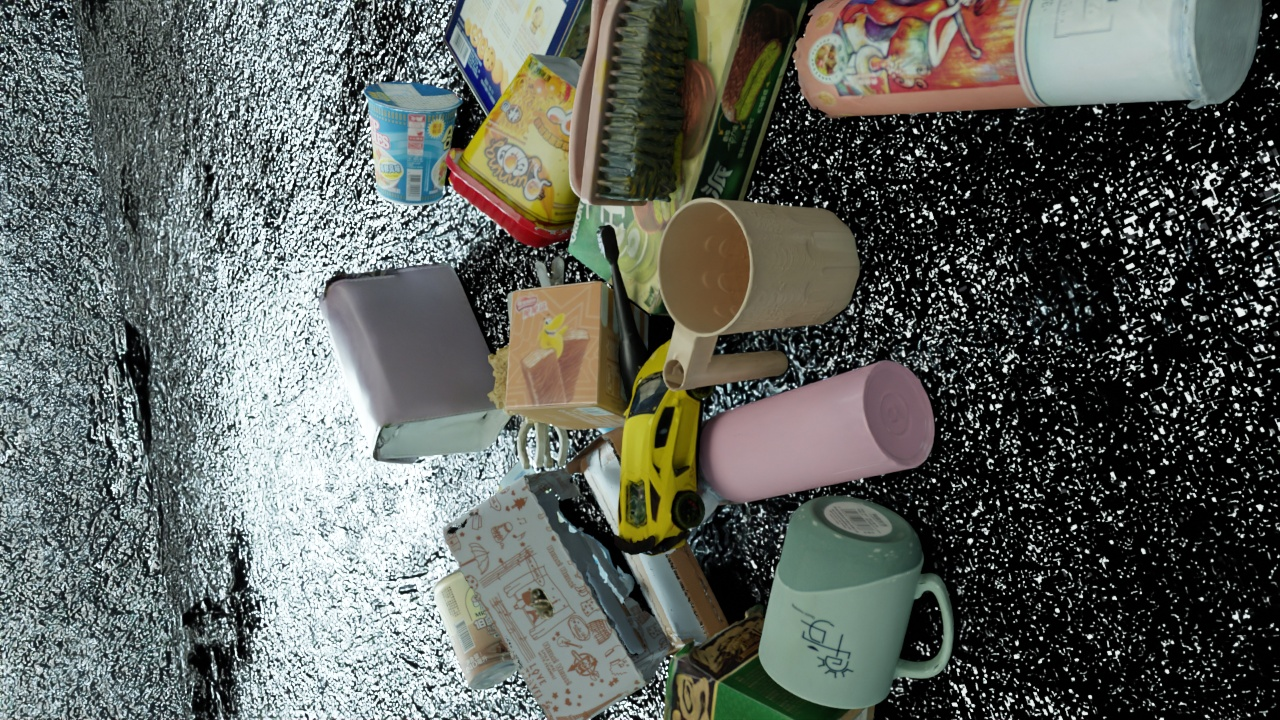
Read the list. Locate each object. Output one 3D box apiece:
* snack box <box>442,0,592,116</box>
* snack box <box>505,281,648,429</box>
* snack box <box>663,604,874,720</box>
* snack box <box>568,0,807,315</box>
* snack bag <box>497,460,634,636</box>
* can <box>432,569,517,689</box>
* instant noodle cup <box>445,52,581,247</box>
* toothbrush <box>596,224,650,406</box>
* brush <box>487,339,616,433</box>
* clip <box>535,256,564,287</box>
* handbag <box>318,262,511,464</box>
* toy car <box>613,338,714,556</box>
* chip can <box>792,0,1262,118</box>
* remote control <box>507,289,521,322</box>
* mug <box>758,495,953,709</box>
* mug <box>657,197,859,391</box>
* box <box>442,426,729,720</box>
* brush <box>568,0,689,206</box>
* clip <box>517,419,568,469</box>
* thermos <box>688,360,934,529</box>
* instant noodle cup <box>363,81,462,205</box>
[{"bbox_3d":[-0.101,-0.307,0.819,0.183,0.045,0.178,-55,54,39],"label":"snack box"},{"bbox_3d":[-0.047,-0.001,0.713,0.077,0.092,0.094,-4,75,23],"label":"snack box"},{"bbox_3d":[0.091,0.244,0.609,0.106,0.118,0.117,11,103,37],"label":"snack box"},{"bbox_3d":[0.027,-0.162,0.664,0.114,0.063,0.241,40,125,39],"label":"snack box"},{"bbox_3d":[-0.074,0.185,0.852,0.191,0.038,0.110,42,120,37],"label":"snack bag"},{"bbox_3d":[-0.173,0.281,0.967,0.116,0.058,0.059,60,135,28],"label":"can"},{"bbox_3d":[-0.074,-0.173,0.744,0.116,0.115,0.124,38,114,8],"label":"instant noodle cup"},{"bbox_3d":[-0.004,0.004,0.679,0.027,0.026,0.213,-155,49,-67],"label":"toothbrush"},{"bbox_3d":[-0.041,0.050,0.774,0.255,0.045,0.083,30,114,34],"label":"brush"},{"bbox_3d":[-0.080,-0.067,0.847,0.024,0.027,0.056,8,110,53],"label":"clip"},{"bbox_3d":[-0.235,0.002,0.943,0.099,0.144,0.197,-51,55,38],"label":"handbag"},{"bbox_3d":[0.013,0.056,0.629,0.071,0.041,0.155,-14,65,58],"label":"toy car"},{"bbox_3d":[0.182,-0.163,0.469,0.215,0.071,0.071,15,105,50],"label":"chip can"},{"bbox_3d":[-0.076,-0.023,0.833,0.135,0.019,0.056,24,128,46],"label":"remote control"},{"bbox_3d":[0.137,0.148,0.562,0.112,0.082,0.106,15,107,18],"label":"mug"},{"bbox_3d":[0.072,-0.041,0.592,0.084,0.103,0.125,35,120,43],"label":"mug"},{"bbox_3d":[-0.023,0.159,0.708,0.158,0.148,0.181,-33,82,8],"label":"box"},{"bbox_3d":[-0.011,-0.176,0.608,0.073,0.063,0.146,17,108,37],"label":"brush"},{"bbox_3d":[-0.087,0.051,0.858,0.076,0.034,0.103,0,86,53],"label":"clip"},{"bbox_3d":[0.088,0.063,0.602,0.067,0.087,0.199,44,142,-19],"label":"thermos"},{"bbox_3d":[-0.242,-0.227,0.972,0.099,0.099,0.110,40,131,41],"label":"instant noodle cup"}]
